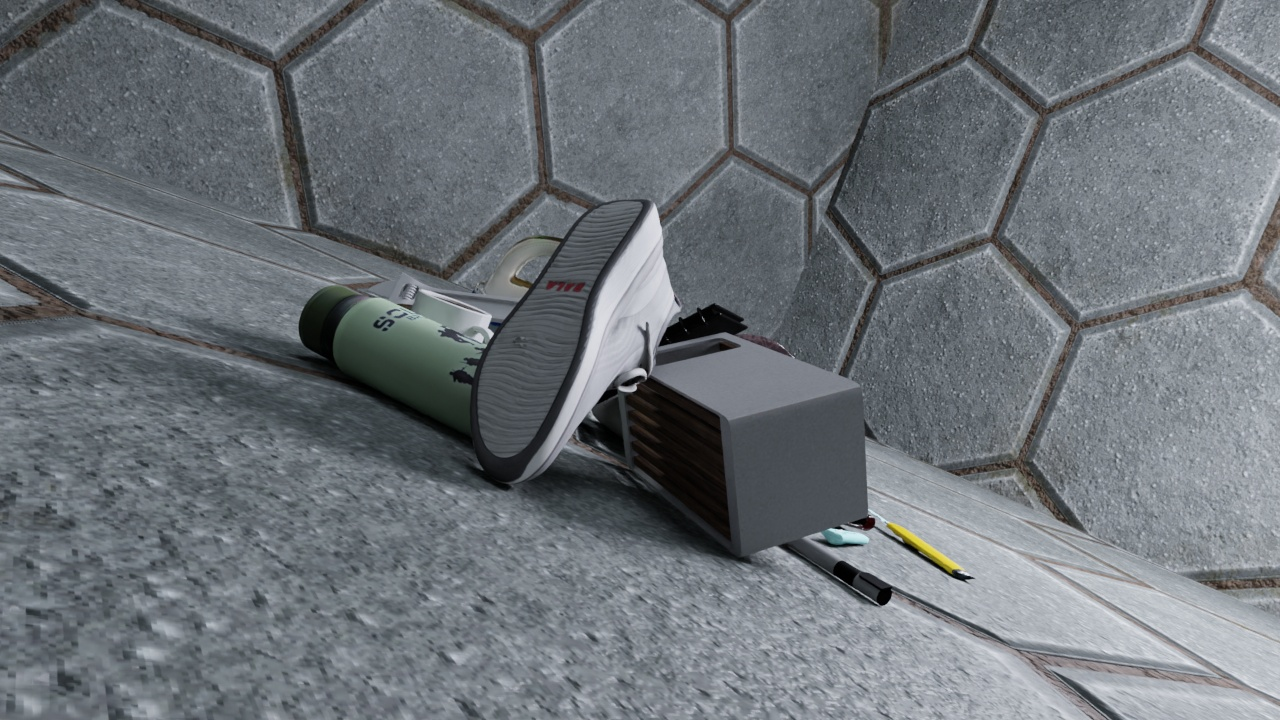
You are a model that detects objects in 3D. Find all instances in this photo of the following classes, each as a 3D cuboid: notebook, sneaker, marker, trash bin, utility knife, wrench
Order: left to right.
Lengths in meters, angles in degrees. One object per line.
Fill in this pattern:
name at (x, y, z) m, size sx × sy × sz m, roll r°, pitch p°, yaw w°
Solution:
wrench at (-0.227, -0.062, 1.154) m, size 0.273 × 0.086 × 0.018 m, roll 8°, pitch -34°, yaw 13°
sneaker at (-0.039, 0.000, 0.724) m, size 0.097 × 0.262 × 0.129 m, roll 2°, pitch -39°, yaw 35°
notebook at (-0.006, 0.006, 0.971) m, size 0.019 × 0.232 × 0.169 m, roll 65°, pitch 14°, yaw 9°
trash bin at (0.077, 0.061, 0.794) m, size 0.114 × 0.114 × 0.229 m, roll -13°, pitch 17°, yaw -20°
marker at (0.155, 0.167, 0.774) m, size 0.016 × 0.016 × 0.140 m, roll 19°, pitch 4°, yaw -34°
utility knife at (0.213, 0.181, 0.937) m, size 0.022 × 0.015 × 0.119 m, roll 22°, pitch 0°, yaw 32°
utility knife at (0.320, 0.210, 1.076) m, size 0.030 × 0.018 × 0.207 m, roll 26°, pitch 7°, yaw -21°

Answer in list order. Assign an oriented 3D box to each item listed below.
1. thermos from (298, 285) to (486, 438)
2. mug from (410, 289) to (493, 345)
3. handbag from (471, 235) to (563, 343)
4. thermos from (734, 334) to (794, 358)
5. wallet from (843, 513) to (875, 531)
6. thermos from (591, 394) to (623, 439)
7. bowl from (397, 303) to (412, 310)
thermos at (-0.194, 0.002, 0.794) m, size 0.231 × 0.082 × 0.082 m, roll 22°, pitch 4°, yaw 25°
mug at (-0.184, -0.010, 0.887) m, size 0.105 × 0.089 × 0.073 m, roll 23°, pitch 4°, yaw 30°
handbag at (-0.123, -0.062, 1.209) m, size 0.200 × 0.199 × 0.093 m, roll 18°, pitch 8°, yaw 0°
thermos at (0.122, 0.045, 1.347) m, size 0.172 × 0.172 × 0.226 m, roll 20°, pitch -3°, yaw -16°
wallet at (0.187, 0.158, 1.031) m, size 0.120 × 0.031 × 0.099 m, roll 17°, pitch 2°, yaw -20°
thermos at (0.007, 0.075, 1.022) m, size 0.052 × 0.052 × 0.224 m, roll 19°, pitch 4°, yaw -26°
bowl at (-0.264, -0.035, 1.085) m, size 0.121 × 0.056 × 0.121 m, roll 21°, pitch 3°, yaw -2°
